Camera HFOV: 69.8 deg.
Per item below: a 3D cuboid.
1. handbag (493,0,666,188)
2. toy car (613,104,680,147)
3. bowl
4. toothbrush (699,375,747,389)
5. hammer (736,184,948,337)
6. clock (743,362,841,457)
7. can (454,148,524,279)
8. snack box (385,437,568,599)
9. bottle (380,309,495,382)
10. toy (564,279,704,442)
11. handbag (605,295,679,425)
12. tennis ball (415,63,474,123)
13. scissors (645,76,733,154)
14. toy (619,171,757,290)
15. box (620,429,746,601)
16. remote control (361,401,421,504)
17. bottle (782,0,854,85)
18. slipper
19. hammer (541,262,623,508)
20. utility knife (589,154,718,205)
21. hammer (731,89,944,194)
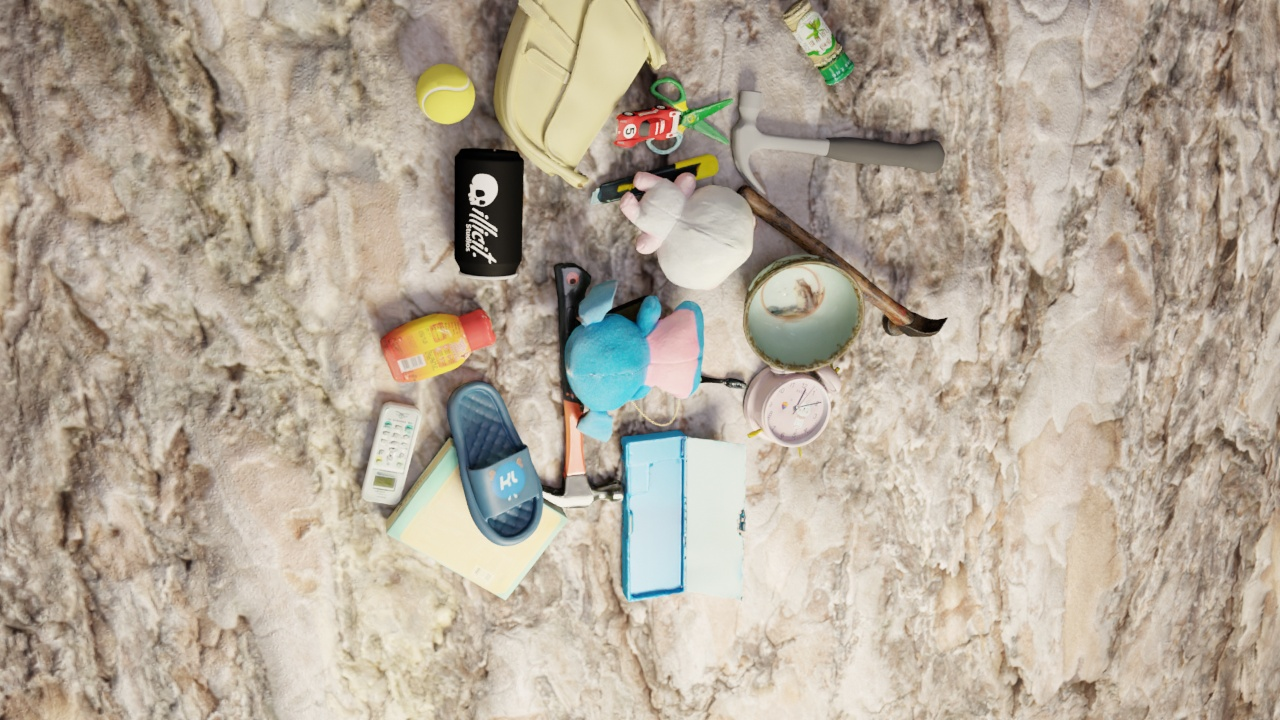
[{"bbox_3d":[-0.080,-0.338,1.062,0.191,0.088,0.233,31,95,-26],"label":"handbag"},{"bbox_3d":[0.007,-0.282,1.106,0.089,0.025,0.038,-24,135,-38],"label":"toy car"},{"bbox_3d":[0.207,-0.076,1.211,0.160,0.093,0.160,-2,120,-4],"label":"bowl"},{"bbox_3d":[0.060,0.023,1.249,0.188,0.017,0.014,7,98,-17],"label":"toothbrush"},{"bbox_3d":[0.262,-0.131,1.223,0.330,0.120,0.033,34,80,-16],"label":"hammer"},{"bbox_3d":[0.216,0.048,1.280,0.116,0.059,0.158,21,98,-21],"label":"clock"},{"bbox_3d":[-0.179,-0.174,1.083,0.080,0.080,0.146,-1,106,-16],"label":"can"},{"bbox_3d":[-0.213,0.211,1.209,0.193,0.044,0.141,37,92,-23],"label":"snack box"},{"bbox_3d":[-0.246,-0.022,1.126,0.134,0.048,0.071,-20,111,-10],"label":"bottle"},{"bbox_3d":[-0.007,0.007,1.157,0.191,0.099,0.224,-5,113,-22],"label":"toy"},{"bbox_3d":[0.008,0.007,1.221,0.084,0.027,0.178,-22,111,-6],"label":"handbag"},{"bbox_3d":[-0.221,-0.302,1.040,0.065,0.065,0.065,-5,107,-15],"label":"tennis ball"},{"bbox_3d":[0.058,-0.298,1.154,0.127,0.011,0.123,29,98,-21],"label":"scissors"},{"bbox_3d":[0.059,-0.168,1.149,0.179,0.101,0.139,30,93,-14],"label":"toy"},{"bbox_3d":[0.059,0.218,1.286,0.175,0.059,0.244,0,107,1],"label":"box"},{"bbox_3d":[-0.316,0.117,1.162,0.050,0.022,0.133,13,102,-20],"label":"remote control"},{"bbox_3d":[0.224,-0.402,1.156,0.042,0.042,0.110,-43,111,-1],"label":"bottle"},{"bbox_3d":[-0.177,0.126,1.153,0.103,0.059,0.213,-16,87,-39],"label":"slipper"},{"bbox_3d":[-0.088,0.037,1.204,0.133,0.033,0.333,-3,106,-15],"label":"hammer"},{"bbox_3d":[0.016,-0.227,1.160,0.174,0.020,0.029,-18,108,-10],"label":"utility knife"},{"bbox_3d":[0.265,-0.276,1.214,0.310,0.029,0.125,2,105,-18],"label":"hammer"}]
